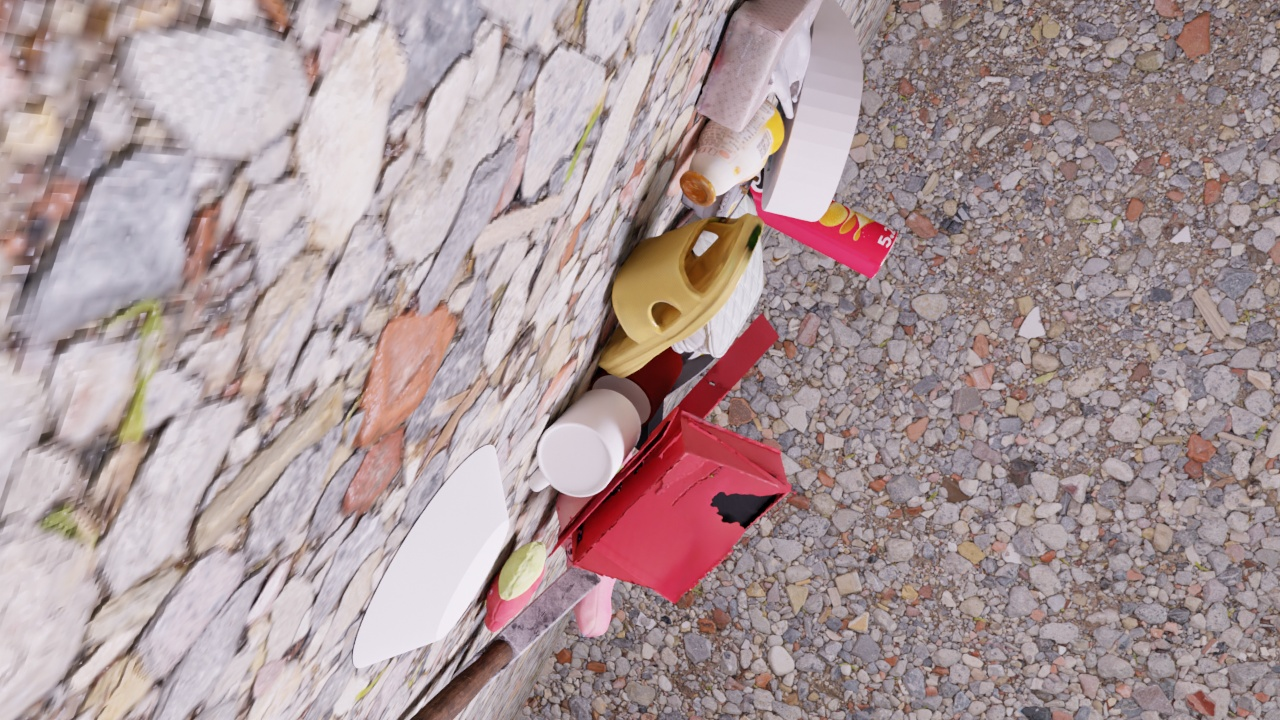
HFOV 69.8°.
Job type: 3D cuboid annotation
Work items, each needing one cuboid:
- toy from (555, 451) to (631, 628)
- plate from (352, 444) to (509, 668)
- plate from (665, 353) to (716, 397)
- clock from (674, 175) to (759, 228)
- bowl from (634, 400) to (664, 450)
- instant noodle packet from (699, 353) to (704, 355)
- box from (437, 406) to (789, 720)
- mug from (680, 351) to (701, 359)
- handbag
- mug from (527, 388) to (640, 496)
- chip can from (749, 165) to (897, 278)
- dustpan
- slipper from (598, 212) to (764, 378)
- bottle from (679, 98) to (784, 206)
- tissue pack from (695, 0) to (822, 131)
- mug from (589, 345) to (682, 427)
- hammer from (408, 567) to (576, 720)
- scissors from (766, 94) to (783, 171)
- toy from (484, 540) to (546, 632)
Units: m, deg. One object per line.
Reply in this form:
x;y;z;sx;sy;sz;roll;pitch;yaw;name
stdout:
-0.058;0.216;1.124;0.192;0.096;0.236;142;-46;-66;toy
-0.132;0.145;0.643;0.173;0.036;0.174;-60;174;-12;plate
0.011;0.033;1.077;0.178;0.012;0.178;-31;-174;3;plate
0.091;-0.190;0.910;0.147;0.056;0.104;-54;170;-39;clock
-0.004;0.069;1.215;0.124;0.052;0.124;6;89;-81;bowl
0.104;-0.116;1.302;0.163;0.084;0.221;96;16;-79;instant noodle packet
-0.014;0.191;0.824;0.213;0.148;0.373;-49;176;32;box
0.028;-0.023;1.145;0.107;0.071;0.089;-35;173;14;mug
0.072;-0.100;0.988;0.194;0.073;0.139;-53;139;-52;handbag
-0.061;0.086;0.872;0.111;0.074;0.090;-36;-175;24;mug
0.217;-0.185;1.185;0.069;0.220;0.069;-60;174;-12;chip can
0.173;-0.249;0.923;0.257;0.053;0.192;-76;179;-53;dustpan
0.017;-0.064;0.800;0.099;0.078;0.264;-58;-171;-32;slipper
0.078;-0.183;0.805;0.108;0.063;0.063;-51;170;-22;bottle
0.114;-0.262;0.759;0.180;0.071;0.104;-61;174;-45;tissue pack
-0.006;0.006;0.957;0.082;0.073;0.106;-55;147;-47;mug
-0.167;0.326;0.951;0.218;0.037;0.300;-45;173;16;hammer
0.142;-0.272;0.955;0.170;0.013;0.175;-56;158;-88;scissors
-0.138;0.246;1.001;0.091;0.045;0.135;-49;171;-46;toy
